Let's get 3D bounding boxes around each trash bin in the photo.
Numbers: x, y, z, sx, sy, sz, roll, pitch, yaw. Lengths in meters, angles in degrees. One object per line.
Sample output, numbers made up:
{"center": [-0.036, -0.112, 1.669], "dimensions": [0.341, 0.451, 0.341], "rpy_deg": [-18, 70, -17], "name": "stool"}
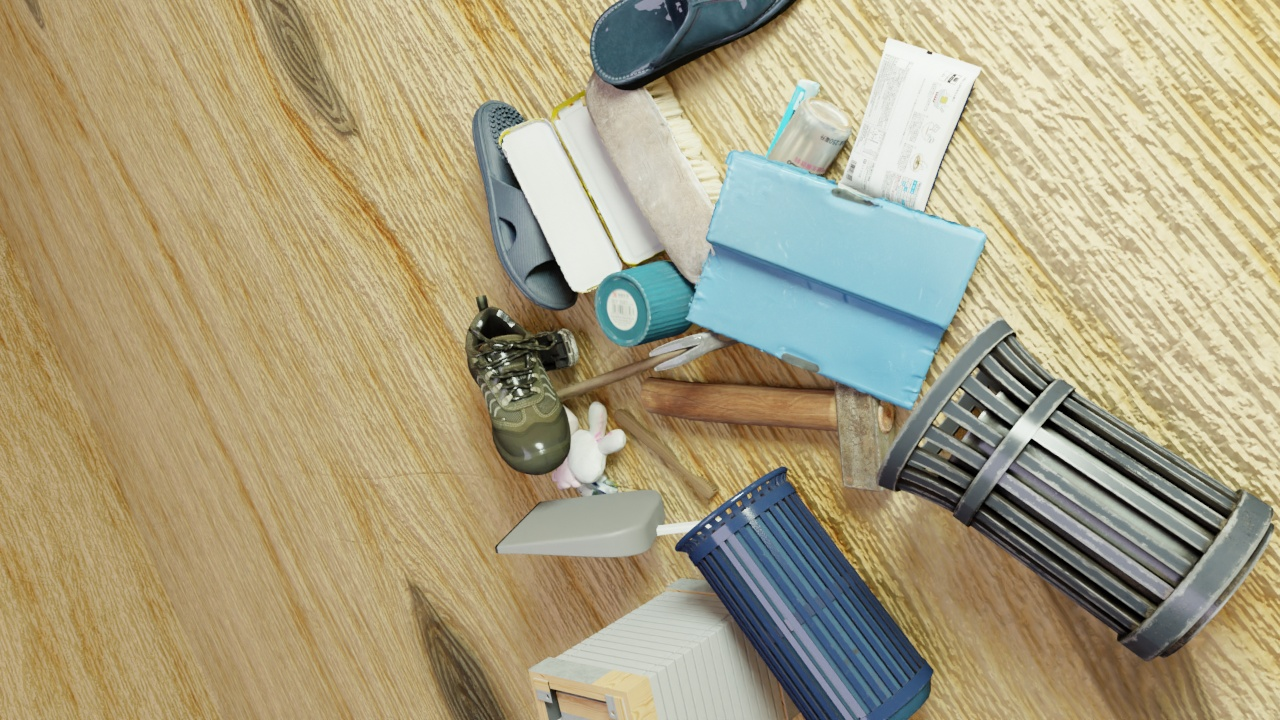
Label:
{"center": [0.323, 0.098, 0.693], "dimensions": [0.227, 0.163, 0.165], "rpy_deg": [38, 125, 25], "name": "trash bin"}
{"center": [0.033, 0.350, 0.972], "dimensions": [0.143, 0.246, 0.142], "rpy_deg": [-7, 97, 44], "name": "trash bin"}
{"center": [0.162, 0.245, 0.899], "dimensions": [0.249, 0.139, 0.140], "rpy_deg": [53, 131, 16], "name": "trash bin"}

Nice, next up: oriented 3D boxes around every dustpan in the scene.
{"center": [-0.015, 0.185, 1.040], "dimensions": [0.258, 0.163, 0.033], "rpy_deg": [-9, 97, 13], "name": "dustpan"}

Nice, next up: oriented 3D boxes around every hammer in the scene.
{"center": [-0.006, 0.006, 1.024], "dimensions": [0.332, 0.119, 0.031], "rpy_deg": [-17, 91, 53], "name": "hammer"}
{"center": [0.116, 0.039, 0.948], "dimensions": [0.301, 0.037, 0.158], "rpy_deg": [2, 104, 42], "name": "hammer"}

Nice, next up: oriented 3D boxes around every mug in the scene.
{"center": [0.004, -0.063, 0.975], "dimensions": [0.114, 0.107, 0.083], "rpy_deg": [10, 111, 41], "name": "mug"}

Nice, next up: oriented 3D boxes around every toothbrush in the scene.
{"center": [0.027, 0.106, 1.068], "dimensions": [0.167, 0.016, 0.016], "rpy_deg": [38, 126, 31], "name": "toothbrush"}

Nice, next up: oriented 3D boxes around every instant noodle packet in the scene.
{"center": [0.225, -0.195, 0.784], "dimensions": [0.087, 0.026, 0.134], "rpy_deg": [33, 123, 32], "name": "instant noodle packet"}

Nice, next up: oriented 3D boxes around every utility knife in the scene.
{"center": [0.138, -0.211, 0.869], "dimensions": [0.022, 0.015, 0.117], "rpy_deg": [42, 130, 25], "name": "utility knife"}

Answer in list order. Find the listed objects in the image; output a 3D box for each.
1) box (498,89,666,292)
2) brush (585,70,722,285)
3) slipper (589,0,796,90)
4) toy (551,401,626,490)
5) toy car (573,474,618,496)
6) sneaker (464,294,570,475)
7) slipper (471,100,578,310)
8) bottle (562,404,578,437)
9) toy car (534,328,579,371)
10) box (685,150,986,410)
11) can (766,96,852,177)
{"center": [-0.060, -0.186, 1.007], "dimensions": [0.129, 0.034, 0.209], "rpy_deg": [-27, 82, 0], "name": "box"}
{"center": [0.029, -0.195, 0.946], "dimensions": [0.083, 0.056, 0.271], "rpy_deg": [-41, 73, 42], "name": "brush"}
{"center": [0.046, -0.342, 0.840], "dimensions": [0.266, 0.083, 0.109], "rpy_deg": [-24, 81, 30], "name": "slipper"}
{"center": [-0.065, 0.115, 1.131], "dimensions": [0.126, 0.037, 0.076], "rpy_deg": [-53, 49, 25], "name": "toy"}
{"center": [-0.064, 0.157, 1.159], "dimensions": [0.090, 0.027, 0.039], "rpy_deg": [32, 124, 32], "name": "toy car"}
{"center": [-0.144, 0.011, 1.077], "dimensions": [0.143, 0.101, 0.238], "rpy_deg": [91, 154, -45], "name": "sneaker"}
{"center": [-0.122, -0.189, 1.062], "dimensions": [0.083, 0.101, 0.263], "rpy_deg": [-23, 83, 45], "name": "slipper"}
{"center": [-0.142, 0.054, 1.184], "dimensions": [0.146, 0.051, 0.051], "rpy_deg": [37, 125, 29], "name": "bottle"}
{"center": [-0.104, -0.013, 1.141], "dimensions": [0.113, 0.040, 0.048], "rpy_deg": [-9, 97, 62], "name": "toy car"}
{"center": [0.164, -0.071, 0.818], "dimensions": [0.232, 0.033, 0.175], "rpy_deg": [22, 113, 17], "name": "box"}
{"center": [0.139, -0.174, 0.851], "dimensions": [0.054, 0.054, 0.136], "rpy_deg": [48, 130, 22], "name": "can"}
